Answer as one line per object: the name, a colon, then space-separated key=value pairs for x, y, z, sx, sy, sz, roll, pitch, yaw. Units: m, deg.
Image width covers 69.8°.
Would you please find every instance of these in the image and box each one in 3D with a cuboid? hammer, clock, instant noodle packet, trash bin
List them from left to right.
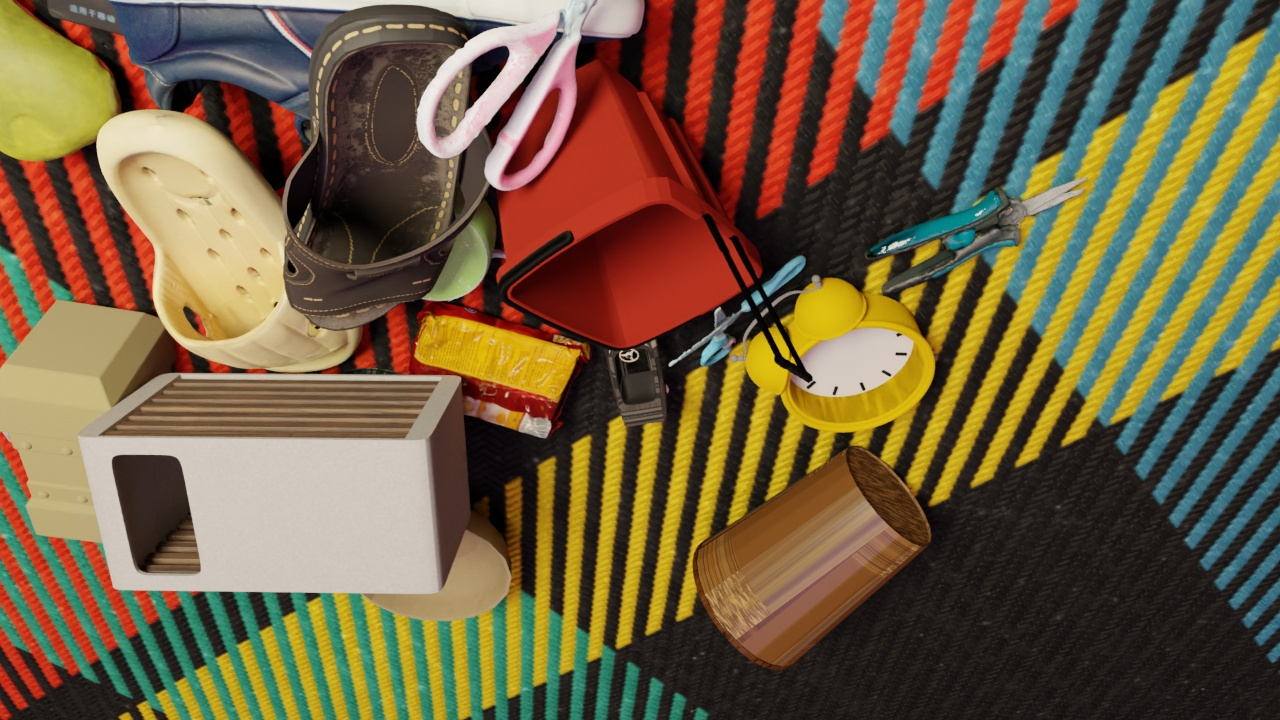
hammer: x=-0.537 y=0.036 z=0.702 sx=0.325 sy=0.100 sz=0.191 roll=9 pitch=130 yaw=-6
trash bin: x=-0.248 y=0.084 z=0.655 sx=0.229 sy=0.114 sz=0.115 roll=0 pitch=110 yaw=1
clock: x=-0.145 y=-0.089 z=0.624 sx=0.095 sy=0.042 sz=0.119 roll=-30 pitch=123 yaw=23
instant noodle packet: x=-0.112 y=0.008 z=0.708 sx=0.135 sy=0.039 sz=0.099 roll=15 pitch=132 yaw=-12
clock: x=0.148 y=-0.004 z=0.687 sx=0.152 sy=0.052 sz=0.114 roll=26 pitch=127 yaw=-25

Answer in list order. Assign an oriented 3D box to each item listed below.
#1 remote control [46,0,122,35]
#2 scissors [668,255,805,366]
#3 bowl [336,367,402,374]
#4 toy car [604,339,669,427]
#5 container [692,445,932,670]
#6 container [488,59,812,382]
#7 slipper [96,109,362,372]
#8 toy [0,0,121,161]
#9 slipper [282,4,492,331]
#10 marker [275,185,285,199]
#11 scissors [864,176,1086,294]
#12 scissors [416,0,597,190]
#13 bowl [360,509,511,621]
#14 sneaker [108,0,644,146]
remote control: x=-0.302 y=-0.257 z=0.499 sx=0.047 sy=0.022 sz=0.151 roll=14 pitch=128 yaw=-10
scissors: x=0.072 y=-0.032 z=0.647 sx=0.133 sy=0.135 sz=0.015 roll=-43 pitch=82 yaw=0
bowl: x=-0.218 y=0.067 z=0.749 sx=0.114 sy=0.060 sz=0.115 roll=1 pitch=130 yaw=0
toy car: x=-0.004 y=0.004 z=0.686 sx=0.040 sy=0.037 sz=0.092 roll=-10 pitch=97 yaw=11
container: x=0.149 y=0.163 z=0.784 sx=0.132 sy=0.132 sz=0.168 roll=33 pitch=118 yaw=-24
container: x=0.001 y=-0.053 z=0.528 sx=0.127 sy=0.200 sz=0.148 roll=-28 pitch=154 yaw=22
slipper: x=-0.264 y=-0.047 z=0.603 sx=0.111 sy=0.079 sz=0.262 roll=-3 pitch=147 yaw=3
toy: x=-0.374 y=-0.175 z=0.550 sx=0.090 sy=0.051 sz=0.110 roll=-21 pitch=125 yaw=15
slipper: x=-0.143 y=-0.079 z=0.507 sx=0.112 sy=0.075 sz=0.269 roll=-9 pitch=158 yaw=-27
marker: x=-0.273 y=-0.099 z=0.639 sx=0.142 sy=0.012 sz=0.013 roll=-24 pitch=126 yaw=21
scissors: x=0.224 y=-0.090 z=0.629 sx=0.142 sy=0.019 sz=0.128 roll=10 pitch=130 yaw=-9
scissors: x=-0.042 y=-0.162 z=0.428 sx=0.102 sy=0.016 sz=0.179 roll=4 pitch=125 yaw=-56
bowl: x=-0.192 y=0.176 z=0.847 sx=0.152 sy=0.050 sz=0.153 roll=1 pitch=131 yaw=1
sneaker: x=-0.144 y=-0.168 z=0.518 sx=0.295 sy=0.120 sz=0.127 roll=1 pitch=118 yaw=5
